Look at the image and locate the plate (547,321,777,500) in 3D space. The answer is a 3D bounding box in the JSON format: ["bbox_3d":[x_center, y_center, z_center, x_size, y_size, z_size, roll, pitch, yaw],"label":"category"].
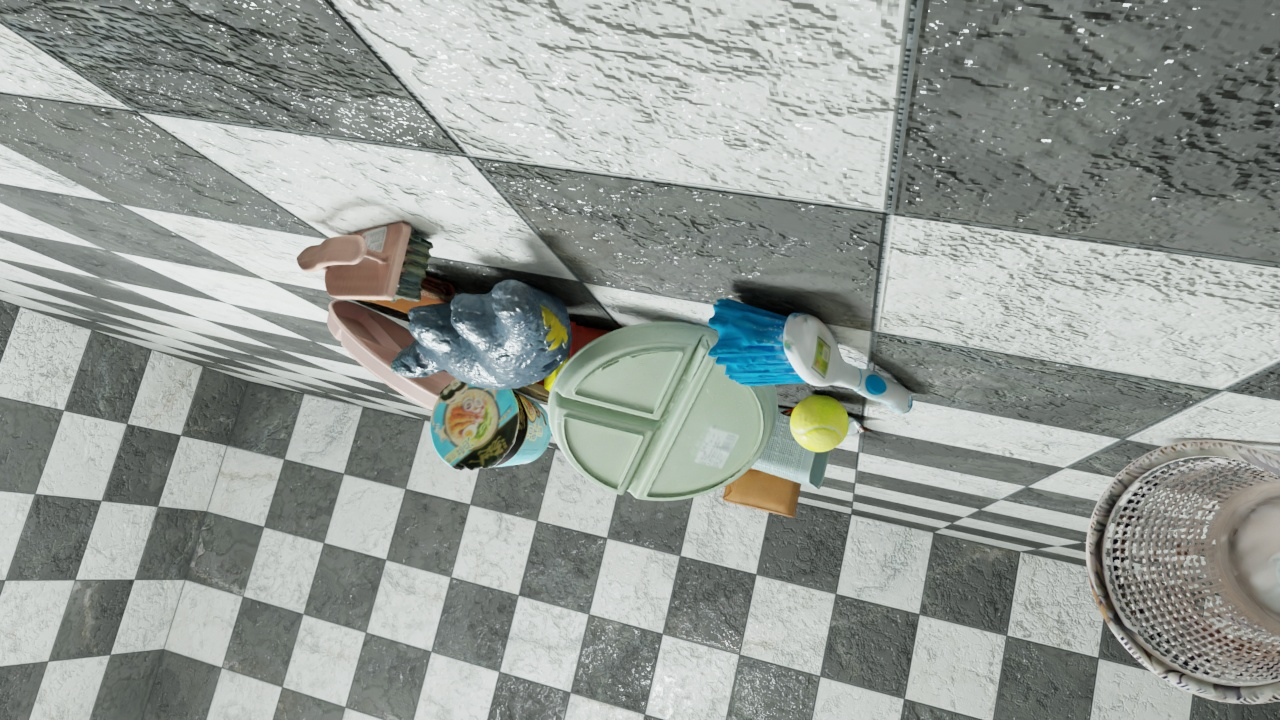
[{"bbox_3d":[0.022,0.060,0.906,0.230,0.027,0.231,1,130,1],"label":"plate"}]

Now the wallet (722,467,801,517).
[{"bbox_3d":[0.178,0.144,1.284,0.108,0.131,0.031,11,172,25],"label":"wallet"}]

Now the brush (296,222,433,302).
[{"bbox_3d":[-0.241,-0.083,0.785,0.073,0.063,0.146,16,172,-40],"label":"brush"}]

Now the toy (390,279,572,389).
[{"bbox_3d":[-0.142,-0.021,0.872,0.137,0.091,0.357,6,169,-31],"label":"toy"}]

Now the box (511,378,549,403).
[{"bbox_3d":[-0.155,-0.014,1.054,0.168,0.076,0.091,22,169,-12],"label":"box"}]

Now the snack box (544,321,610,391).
[{"bbox_3d":[-0.057,0.003,0.975,0.080,0.082,0.091,6,171,-14],"label":"snack box"}]

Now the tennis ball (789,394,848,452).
[{"bbox_3d":[0.202,0.071,1.035,0.065,0.065,0.065,13,170,2],"label":"tennis ball"}]

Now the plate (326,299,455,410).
[{"bbox_3d":[-0.285,0.002,1.126,0.229,0.028,0.229,36,-176,-3],"label":"plate"}]

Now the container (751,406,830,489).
[{"bbox_3d":[0.187,0.109,1.206,0.111,0.090,0.090,12,170,24],"label":"container"}]

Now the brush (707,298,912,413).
[{"bbox_3d":[0.161,0.009,0.805,0.110,0.060,0.314,5,170,26],"label":"brush"}]

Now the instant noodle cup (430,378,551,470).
[{"bbox_3d":[-0.161,0.075,1.051,0.111,0.111,0.120,9,175,22],"label":"instant noodle cup"}]

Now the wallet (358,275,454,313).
[{"bbox_3d":[-0.254,-0.075,0.935,0.124,0.032,0.101,15,167,-13],"label":"wallet"}]

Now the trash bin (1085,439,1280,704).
[{"bbox_3d":[0.576,0.190,0.858,0.191,0.227,0.228,5,176,-34],"label":"trash bin"}]

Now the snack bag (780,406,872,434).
[{"bbox_3d":[0.228,0.073,1.126,0.104,0.026,0.048,15,-178,-8],"label":"snack bag"}]
